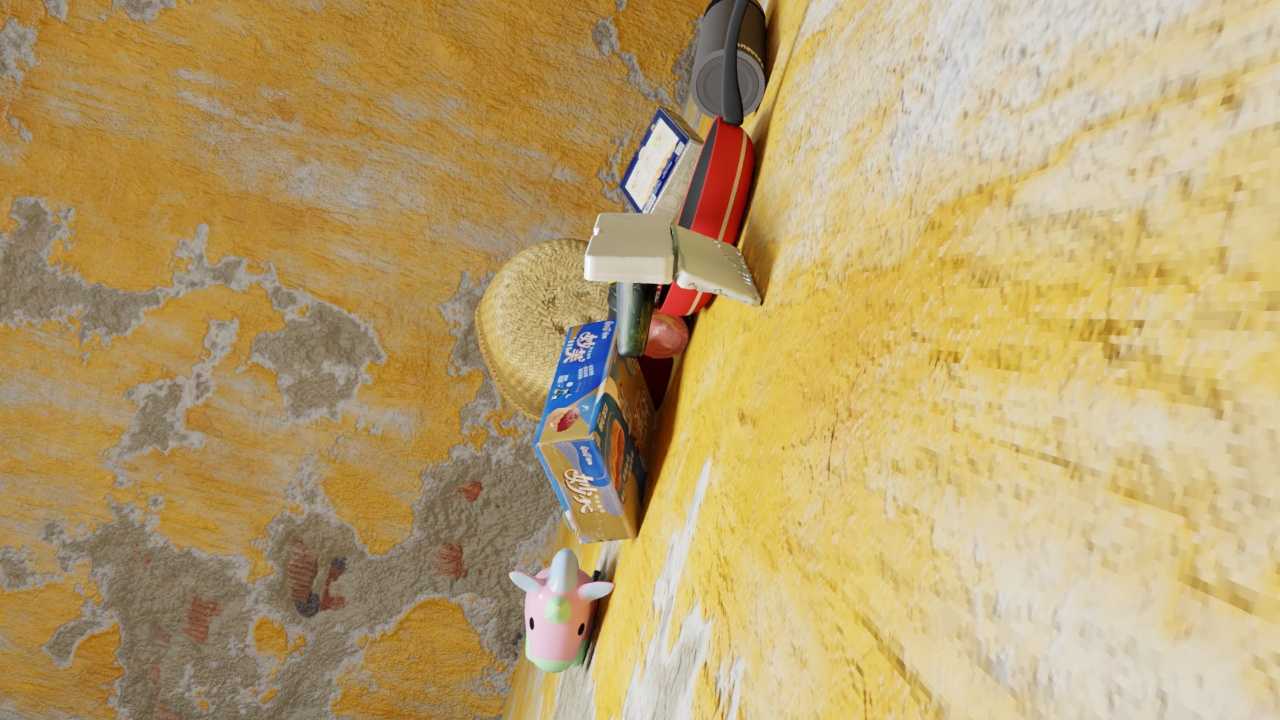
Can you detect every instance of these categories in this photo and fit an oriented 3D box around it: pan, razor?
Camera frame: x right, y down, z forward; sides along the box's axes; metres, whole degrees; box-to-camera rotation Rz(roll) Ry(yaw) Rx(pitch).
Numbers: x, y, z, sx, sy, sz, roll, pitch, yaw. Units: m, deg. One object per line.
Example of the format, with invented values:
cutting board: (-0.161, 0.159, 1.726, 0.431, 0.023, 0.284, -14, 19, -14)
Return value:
pan: (0.082, -0.208, 0.919, 0.208, 0.067, 0.357, -81, 8, -61)
razor: (0.000, -0.077, 0.983, 0.067, 0.054, 0.151, -161, 78, -71)

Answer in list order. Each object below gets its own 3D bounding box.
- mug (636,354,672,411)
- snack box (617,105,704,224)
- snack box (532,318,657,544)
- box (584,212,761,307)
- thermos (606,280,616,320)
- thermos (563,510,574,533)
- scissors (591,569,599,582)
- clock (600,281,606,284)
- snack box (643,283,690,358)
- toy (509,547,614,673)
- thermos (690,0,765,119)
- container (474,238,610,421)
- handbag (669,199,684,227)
mug: (-0.007, 0.007, 1.161, 0.073, 0.082, 0.105, 111, 174, -47)
snack box: (0.032, -0.282, 1.354, 0.145, 0.042, 0.145, -60, 31, 24)
snack box: (-0.043, 0.076, 1.021, 0.202, 0.069, 0.155, -78, -25, -51)
box: (0.024, -0.089, 0.747, 0.196, 0.134, 0.041, -85, 2, -71)
thermos: (-0.019, -0.031, 1.432, 0.098, 0.098, 0.221, -82, 5, -63)
thermos: (-0.051, 0.158, 1.241, 0.232, 0.082, 0.082, 110, 174, -49)
scissors: (-0.078, 0.337, 1.313, 0.171, 0.012, 0.121, -165, 94, -87)
clock: (0.003, -0.178, 1.534, 0.159, 0.122, 0.045, -61, -6, -24)
snack box: (0.028, -0.068, 1.077, 0.121, 0.072, 0.072, -77, 5, -47)
toy: (-0.097, 0.293, 1.138, 0.221, 0.120, 0.171, -87, 4, -69)
thermos: (0.109, -0.372, 1.105, 0.239, 0.082, 0.082, -79, 7, -53)
container: (-0.127, -0.063, 1.608, 0.197, 0.307, 0.306, 139, 148, -67)
handbag: (0.046, -0.221, 1.430, 0.139, 0.072, 0.195, 167, 119, -82)
